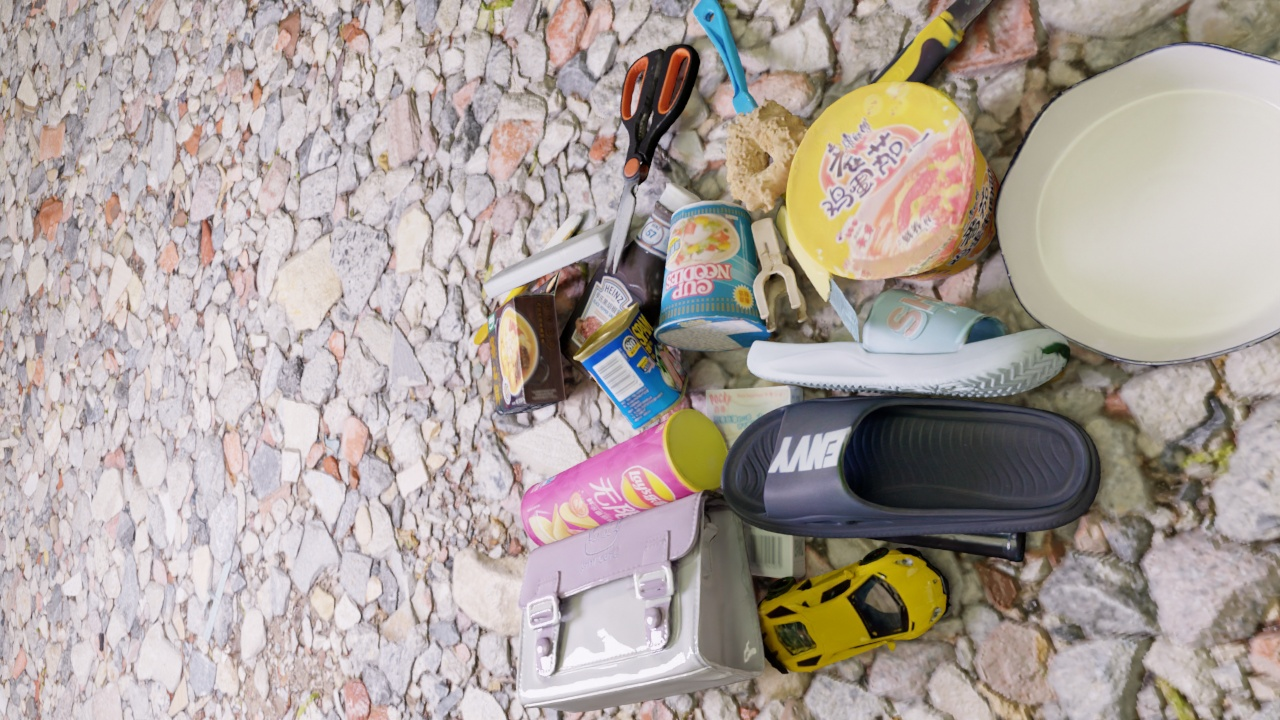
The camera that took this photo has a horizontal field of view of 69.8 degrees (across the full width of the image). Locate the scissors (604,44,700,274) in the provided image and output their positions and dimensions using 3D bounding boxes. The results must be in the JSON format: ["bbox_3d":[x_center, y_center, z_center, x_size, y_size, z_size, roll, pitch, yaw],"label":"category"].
[{"bbox_3d":[-0.008,-0.190,0.868,0.142,0.021,0.235,36,100,46],"label":"scissors"}]

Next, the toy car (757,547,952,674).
[{"bbox_3d":[0.156,0.189,0.695,0.156,0.041,0.071,-29,92,30],"label":"toy car"}]

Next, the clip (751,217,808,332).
[{"bbox_3d":[0.110,-0.068,0.740,0.035,0.071,0.100,-17,43,18],"label":"clip"}]

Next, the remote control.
[{"bbox_3d":[-0.086,-0.099,0.906,0.150,0.058,0.021,-20,106,27],"label":"remote control"}]

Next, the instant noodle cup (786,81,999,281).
[{"bbox_3d":[0.192,-0.118,0.668,0.138,0.109,0.138,-5,81,37],"label":"instant noodle cup"}]

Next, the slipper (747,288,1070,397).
[{"bbox_3d":[0.187,-0.012,0.671,0.246,0.104,0.074,0,84,44],"label":"slipper"}]

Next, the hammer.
[{"bbox_3d":[0.224,-0.243,0.706,0.324,0.031,0.126,-47,60,25],"label":"hammer"}]

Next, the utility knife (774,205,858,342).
[{"bbox_3d":[0.130,-0.073,0.700,0.210,0.022,0.031,-95,2,-58],"label":"utility knife"}]

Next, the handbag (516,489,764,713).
[{"bbox_3d":[-0.008,0.198,0.745,0.197,0.098,0.144,-25,51,33],"label":"handbag"}]

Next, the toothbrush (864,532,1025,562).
[{"bbox_3d":[0.176,0.122,0.693,0.213,0.026,0.027,4,81,31],"label":"toothbrush"}]

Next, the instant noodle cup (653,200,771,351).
[{"bbox_3d":[0.060,-0.072,0.783,0.099,0.099,0.109,-12,71,36],"label":"instant noodle cup"}]

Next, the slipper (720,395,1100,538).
[{"bbox_3d":[0.176,0.065,0.653,0.269,0.083,0.110,-3,63,28],"label":"slipper"}]

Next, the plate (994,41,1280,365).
[{"bbox_3d":[0.340,-0.097,0.592,0.205,0.045,0.204,-6,81,38],"label":"plate"}]

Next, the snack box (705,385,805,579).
[{"bbox_3d":[0.096,0.101,0.773,0.085,0.026,0.156,-4,83,38],"label":"snack box"}]

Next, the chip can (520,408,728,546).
[{"bbox_3d":[-0.021,0.112,0.815,0.211,0.071,0.071,-30,68,41],"label":"chip can"}]

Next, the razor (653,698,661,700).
[{"bbox_3d":[0.018,0.214,0.812,0.068,0.062,0.167,19,92,69],"label":"razor"}]

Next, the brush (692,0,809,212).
[{"bbox_3d":[0.088,-0.232,0.792,0.083,0.045,0.254,-43,48,36],"label":"brush"}]

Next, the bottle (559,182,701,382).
[{"bbox_3d":[-0.006,-0.074,0.861,0.080,0.044,0.195,43,110,35],"label":"bottle"}]

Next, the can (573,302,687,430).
[{"bbox_3d":[-0.005,0.005,0.793,0.057,0.102,0.083,-36,98,15],"label":"can"}]

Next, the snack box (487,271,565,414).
[{"bbox_3d":[-0.112,-0.015,0.906,0.113,0.053,0.125,158,105,-66],"label":"snack box"}]

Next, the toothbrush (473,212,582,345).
[{"bbox_3d":[-0.118,-0.083,0.968,0.192,0.018,0.016,-48,61,21],"label":"toothbrush"}]
